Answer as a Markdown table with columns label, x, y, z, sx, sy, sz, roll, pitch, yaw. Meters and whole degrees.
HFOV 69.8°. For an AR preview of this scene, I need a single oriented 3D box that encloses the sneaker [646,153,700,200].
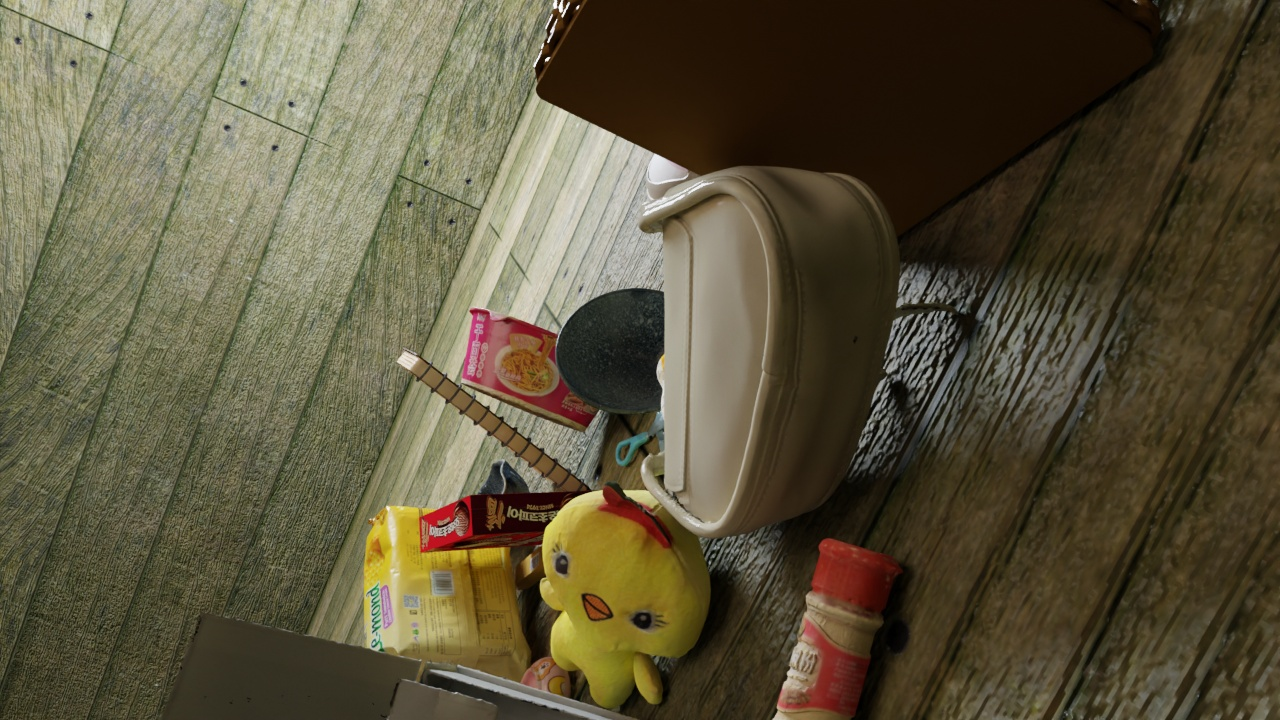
| label | x | y | z | sx | sy | sz | roll | pitch | yaw |
| --- | --- | --- | --- | --- | --- | --- | --- | --- | --- |
| sneaker | 0.057 | -0.245 | 0.874 | 0.295 | 0.116 | 0.111 | -38 | 35 | 56 |

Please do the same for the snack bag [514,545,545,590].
| label | x | y | z | sx | sy | sz | roll | pitch | yaw |
| --- | --- | --- | --- | --- | --- | --- | --- | --- | --- |
| snack bag | -0.113 | 0.223 | 0.987 | 0.099 | 0.020 | 0.026 | -46 | 37 | 48 |

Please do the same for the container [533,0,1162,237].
| label | x | y | z | sx | sy | sz | roll | pitch | yaw |
| --- | --- | --- | --- | --- | --- | --- | --- | --- | --- |
| container | 0.108 | -0.240 | 0.526 | 0.220 | 0.251 | 0.213 | -39 | 35 | 55 |

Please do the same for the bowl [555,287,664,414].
| label | x | y | z | sx | sy | sz | roll | pitch | yaw |
| --- | --- | --- | --- | --- | --- | --- | --- | --- | --- |
| bowl | -0.005 | 0.005 | 0.819 | 0.057 | 0.137 | 0.136 | 84 | -170 | -54 |

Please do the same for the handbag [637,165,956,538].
| label | x | y | z | sx | sy | sz | roll | pitch | yaw |
| --- | --- | --- | --- | --- | --- | --- | --- | --- | --- |
| handbag | 0.075 | -0.004 | 0.557 | 0.184 | 0.131 | 0.229 | 28 | 122 | 56 |

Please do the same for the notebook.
| label | x | y | z | sx | sy | sz | roll | pitch | yaw |
| --- | --- | --- | --- | --- | --- | --- | --- | --- | --- |
| notebook | -0.162 | 0.066 | 0.978 | 0.024 | 0.225 | 0.167 | -53 | 17 | -10 |

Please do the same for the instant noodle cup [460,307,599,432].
| label | x | y | z | sx | sy | sz | roll | pitch | yaw |
| --- | --- | --- | --- | --- | --- | --- | --- | --- | --- |
| instant noodle cup | -0.108 | 0.016 | 0.945 | 0.077 | 0.178 | 0.179 | -68 | 19 | -8 |

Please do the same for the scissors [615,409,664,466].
| label | x | y | z | sx | sy | sz | roll | pitch | yaw |
| --- | --- | --- | --- | --- | --- | --- | --- | --- | --- |
| scissors | 0.005 | 0.061 | 0.853 | 0.130 | 0.015 | 0.135 | -56 | 20 | 30 |

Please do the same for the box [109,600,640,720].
| label | x | y | z | sx | sy | sz | roll | pitch | yaw |
| --- | --- | --- | --- | --- | --- | --- | --- | --- | --- |
| box | -0.159 | 0.272 | 0.571 | 0.165 | 0.330 | 0.167 | -9 | 61 | 53 |

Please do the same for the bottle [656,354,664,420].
| label | x | y | z | sx | sy | sz | roll | pitch | yaw |
| --- | --- | --- | --- | --- | --- | --- | --- | --- | --- |
| bottle | 0.048 | 0.039 | 0.689 | 0.063 | 0.063 | 0.108 | -46 | 43 | 48 |

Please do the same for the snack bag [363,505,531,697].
| label | x | y | z | sx | sy | sz | roll | pitch | yaw |
| --- | --- | --- | --- | --- | --- | --- | --- | --- | --- |
| snack bag | -0.200 | 0.239 | 0.944 | 0.247 | 0.159 | 0.068 | -114 | 37 | -52 |

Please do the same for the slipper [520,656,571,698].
| label | x | y | z | sx | sy | sz | roll | pitch | yaw |
| --- | --- | --- | --- | --- | --- | --- | --- | --- | --- |
| slipper | -0.124 | 0.350 | 0.795 | 0.093 | 0.081 | 0.197 | -19 | 50 | 67 |

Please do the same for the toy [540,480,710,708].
| label | x | y | z | sx | sy | sz | roll | pitch | yaw |
| --- | --- | --- | --- | --- | --- | --- | --- | --- | --- |
| toy | -0.016 | 0.171 | 0.665 | 0.092 | 0.134 | 0.208 | -23 | -39 | -54 |

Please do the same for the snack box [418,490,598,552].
| label | x | y | z | sx | sy | sz | roll | pitch | yaw |
| --- | --- | --- | --- | --- | --- | --- | --- | --- | --- |
| snack box | -0.130 | 0.160 | 0.905 | 0.152 | 0.132 | 0.035 | -29 | 63 | 55 |

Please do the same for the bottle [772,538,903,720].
| label | x | y | z | sx | sy | sz | roll | pitch | yaw |
| --- | --- | --- | --- | --- | --- | --- | --- | --- | --- |
| bottle | 0.098 | 0.148 | 0.468 | 0.044 | 0.044 | 0.109 | -2 | 69 | 69 |

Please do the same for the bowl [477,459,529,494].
| label | x | y | z | sx | sy | sz | roll | pitch | yaw |
| --- | --- | --- | --- | --- | --- | --- | --- | --- | --- |
| bowl | -0.167 | 0.181 | 1.123 | 0.111 | 0.055 | 0.110 | -53 | 25 | 37 |
